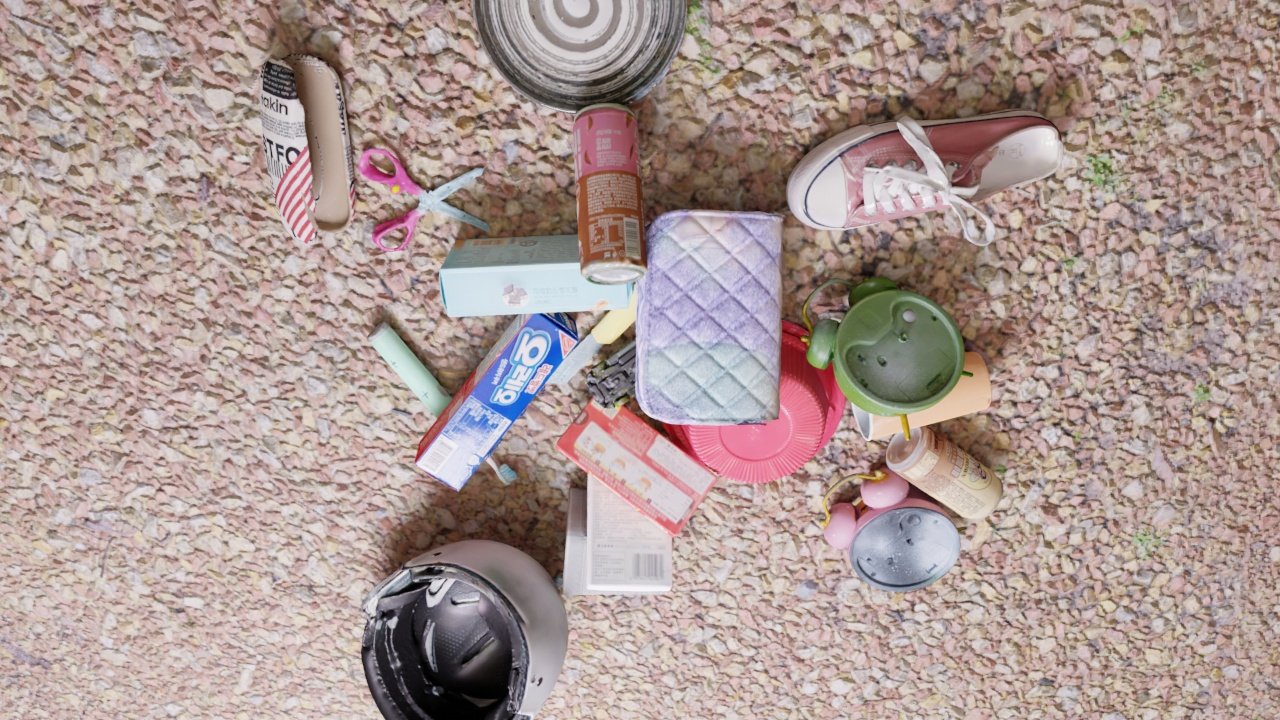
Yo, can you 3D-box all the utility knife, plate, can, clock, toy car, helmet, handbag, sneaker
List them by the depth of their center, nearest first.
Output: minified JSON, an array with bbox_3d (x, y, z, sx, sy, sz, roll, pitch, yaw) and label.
[{"bbox_3d":[-0.050,-0.297,0.768,0.179,0.024,0.180,1,117,2],"label":"plate"},{"bbox_3d":[-0.027,-0.141,0.788,0.058,0.058,0.147,-4,79,4],"label":"can"},{"bbox_3d":[0.250,-0.160,0.795,0.241,0.087,0.118,-10,118,6],"label":"sneaker"},{"bbox_3d":[0.063,-0.039,0.832,0.134,0.075,0.194,1,94,-8],"label":"handbag"},{"bbox_3d":[0.223,-0.014,0.856,0.116,0.056,0.161,-41,76,-13],"label":"clock"},{"bbox_3d":[-0.018,-0.047,0.903,0.031,0.022,0.221,38,106,-17],"label":"utility knife"},{"bbox_3d":[-0.005,0.005,0.920,0.105,0.032,0.048,-35,96,4],"label":"toy car"},{"bbox_3d":[0.317,0.116,0.959,0.116,0.058,0.059,33,114,-15],"label":"can"},{"bbox_3d":[0.267,0.178,0.994,0.158,0.059,0.117,34,115,-17],"label":"clock"},{"bbox_3d":[-0.178,0.304,1.013,0.230,0.156,0.275,45,128,14],"label":"helmet"}]

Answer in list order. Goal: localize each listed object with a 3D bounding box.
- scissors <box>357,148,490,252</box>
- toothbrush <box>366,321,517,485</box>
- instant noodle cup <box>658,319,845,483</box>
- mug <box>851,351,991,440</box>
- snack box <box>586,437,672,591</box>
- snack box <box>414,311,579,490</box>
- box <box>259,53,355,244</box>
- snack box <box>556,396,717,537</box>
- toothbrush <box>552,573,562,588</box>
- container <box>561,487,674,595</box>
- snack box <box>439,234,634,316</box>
[{"bbox_3d":[-0.205,-0.144,0.860,0.133,0.017,0.130,24,114,-15],"label":"scissors"},{"bbox_3d":[-0.203,0.051,0.956,0.027,0.026,0.224,-32,113,11],"label":"toothbrush"},{"bbox_3d":[0.114,0.055,0.929,0.194,0.065,0.194,1,119,2],"label":"instant noodle cup"},{"bbox_3d":[0.276,0.030,0.909,0.123,0.078,0.078,-11,117,1],"label":"mug"},{"bbox_3d":[-0.011,0.156,0.942,0.084,0.156,0.027,3,158,-8],"label":"snack box"},{"bbox_3d":[-0.142,0.032,0.909,0.057,0.058,0.208,35,105,-18],"label":"snack box"},{"bbox_3d":[-0.294,-0.190,0.823,0.075,0.083,0.164,23,127,36],"label":"box"},{"bbox_3d":[-0.004,0.104,0.930,0.153,0.025,0.075,36,75,6],"label":"snack box"},{"bbox_3d":[-0.147,0.328,1.103,0.026,0.026,0.221,5,129,-48],"label":"toothbrush"},{"bbox_3d":[-0.025,0.199,0.998,0.114,0.090,0.090,4,119,-5],"label":"container"},{"bbox_3d":[-0.094,-0.081,0.856,0.175,0.074,0.052,-3,119,3],"label":"snack box"}]
